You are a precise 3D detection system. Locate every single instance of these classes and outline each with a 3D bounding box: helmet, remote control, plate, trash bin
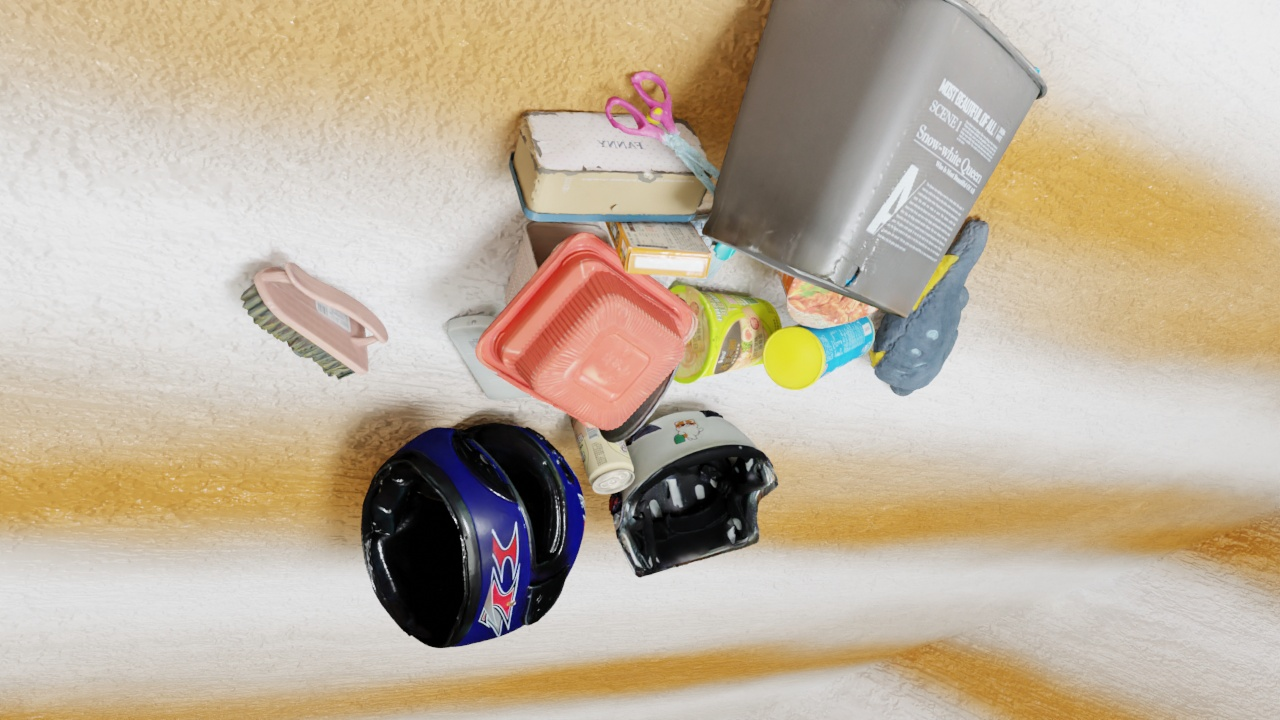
[{"bbox_3d":[0.056,0.162,1.260,0.230,0.156,0.275,-16,135,-12],"label":"helmet"},{"bbox_3d":[-0.167,-0.002,1.033,0.058,0.021,0.150,-4,146,9],"label":"remote control"},{"bbox_3d":[-0.006,0.006,1.012,0.024,0.179,0.180,27,127,-20],"label":"plate"},{"bbox_3d":[0.180,-0.170,0.761,0.198,0.199,0.220,17,97,-42],"label":"trash bin"},{"bbox_3d":[-0.184,0.190,1.106,0.239,0.247,0.316,-28,153,-42],"label":"helmet"}]

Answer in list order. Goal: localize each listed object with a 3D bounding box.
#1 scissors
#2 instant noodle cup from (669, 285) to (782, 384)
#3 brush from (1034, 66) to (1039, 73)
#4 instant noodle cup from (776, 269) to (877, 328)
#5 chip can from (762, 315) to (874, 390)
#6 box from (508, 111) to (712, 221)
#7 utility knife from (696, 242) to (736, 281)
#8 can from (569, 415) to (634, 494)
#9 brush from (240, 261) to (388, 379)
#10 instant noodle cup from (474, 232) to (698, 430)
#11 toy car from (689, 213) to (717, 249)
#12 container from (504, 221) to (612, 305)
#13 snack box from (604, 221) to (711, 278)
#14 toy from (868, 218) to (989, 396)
[{"bbox_3d":[0.024,-0.185,0.795,0.073,0.137,0.017,-37,-179,-22],"label":"scissors"},{"bbox_3d":[0.096,-0.033,1.067,0.123,0.111,0.112,-4,143,-35],"label":"instant noodle cup"},{"bbox_3d":[0.346,-0.210,0.987,0.083,0.045,0.255,-2,147,-19],"label":"brush"},{"bbox_3d":[0.206,-0.124,0.983,0.151,0.111,0.152,-13,145,-10],"label":"instant noodle cup"},{"bbox_3d":[0.216,-0.018,1.090,0.071,0.071,0.209,-42,168,28],"label":"chip can"},{"bbox_3d":[-0.032,-0.173,0.821,0.184,0.089,0.061,-3,143,-20],"label":"box"},{"bbox_3d":[0.114,-0.154,0.939,0.029,0.013,0.182,30,103,-30],"label":"utility knife"},{"bbox_3d":[-0.049,0.106,1.163,0.058,0.116,0.059,-14,145,-10],"label":"can"},{"bbox_3d":[-0.310,-0.043,0.879,0.073,0.063,0.145,-25,143,13],"label":"brush"},{"bbox_3d":[-0.038,-0.011,0.868,0.188,0.079,0.165,32,105,-39],"label":"instant noodle cup"},{"bbox_3d":[0.085,-0.137,0.970,0.090,0.043,0.034,-4,109,-15],"label":"toy car"},{"bbox_3d":[-0.083,-0.070,0.936,0.089,0.090,0.111,0,144,-26],"label":"container"},{"bbox_3d":[0.012,-0.118,0.853,0.075,0.153,0.026,3,117,-13],"label":"snack box"},{"bbox_3d":[0.371,-0.033,1.222,0.137,0.091,0.357,-39,153,-24],"label":"toy"}]
